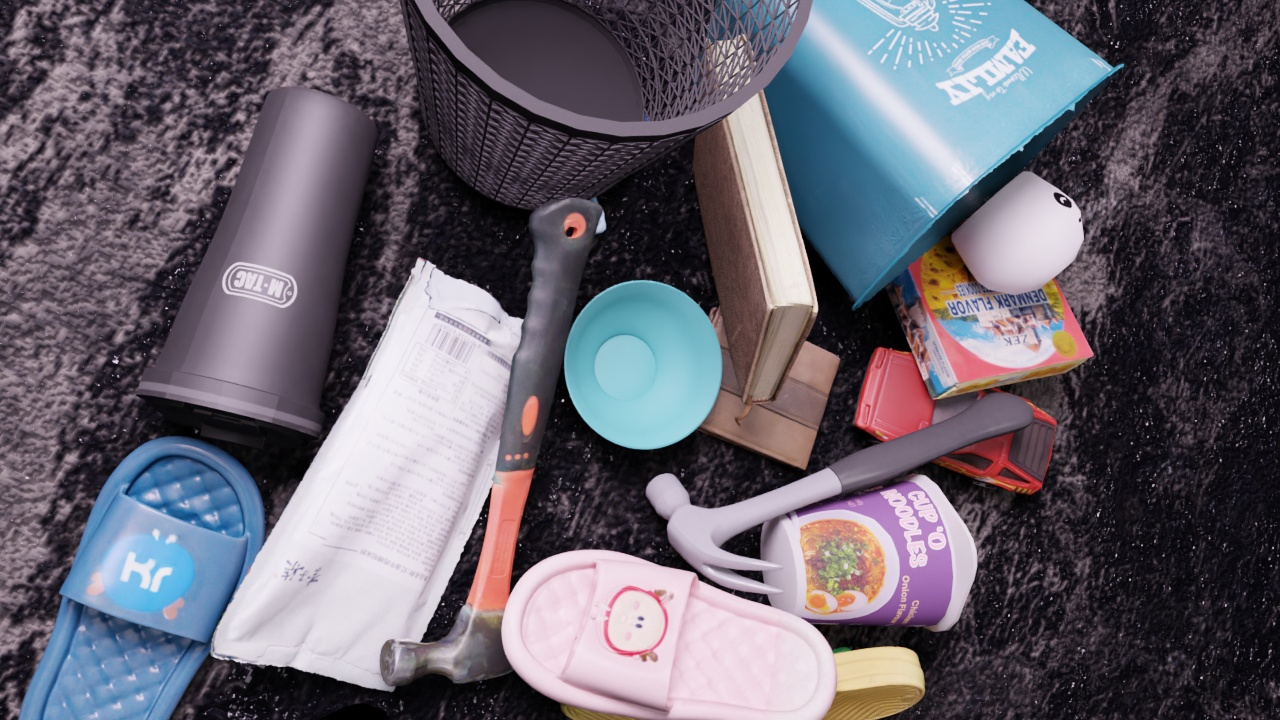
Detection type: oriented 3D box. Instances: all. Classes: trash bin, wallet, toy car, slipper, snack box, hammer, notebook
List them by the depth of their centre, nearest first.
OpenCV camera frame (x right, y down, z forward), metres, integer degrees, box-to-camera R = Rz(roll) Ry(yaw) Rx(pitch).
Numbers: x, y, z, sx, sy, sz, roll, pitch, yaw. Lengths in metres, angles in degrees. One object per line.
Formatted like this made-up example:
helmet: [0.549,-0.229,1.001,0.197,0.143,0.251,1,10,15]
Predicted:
slipper: [-0.301,0.153,0.559,0.103,0.059,0.213,23,81,-20]
trash bin: [-0.046,-0.202,0.562,0.216,0.244,0.217,2,84,-16]
slipper: [0.021,0.181,0.599,0.221,0.056,0.106,14,53,-1]
hammer: [-0.079,0.056,0.610,0.133,0.033,0.333,7,100,-33]
notebook: [0.070,-0.081,0.643,0.034,0.190,0.215,-7,65,-5]
trash bin: [0.171,-0.193,0.666,0.196,0.199,0.218,-38,80,-18]
slipper: [0.072,0.225,0.671,0.263,0.100,0.078,-2,49,-5]
hammer: [0.167,0.085,0.691,0.310,0.125,0.030,-18,125,-16]
wallet: [0.094,0.022,0.729,0.121,0.027,0.098,22,82,-18]
snack box: [0.284,-0.049,0.769,0.142,0.040,0.144,-9,68,-21]
toy car: [0.267,0.052,0.778,0.189,0.056,0.081,20,79,-15]

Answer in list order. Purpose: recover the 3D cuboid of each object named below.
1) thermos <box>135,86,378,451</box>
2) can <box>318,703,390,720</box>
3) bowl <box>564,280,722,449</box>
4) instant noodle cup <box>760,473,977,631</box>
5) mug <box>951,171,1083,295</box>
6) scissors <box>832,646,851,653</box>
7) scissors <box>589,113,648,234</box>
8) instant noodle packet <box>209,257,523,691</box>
thermos: [-0.229,-0.057,0.577,0.105,0.106,0.218,17,77,-19]
can: [-0.171,0.302,0.587,0.080,0.080,0.146,-28,97,-20]
bowl: [-0.004,0.004,0.681,0.121,0.046,0.121,1,87,-20]
instant noodle cup: [0.165,0.152,0.701,0.121,0.137,0.121,-4,80,-11]
mug: [0.306,-0.099,0.734,0.076,0.090,0.123,49,27,9]
scissors: [0.111,0.239,0.732,0.129,0.012,0.116,-13,90,-19]
scissors: [-0.044,-0.156,0.694,0.125,0.013,0.129,-13,88,-18]
instant noodle packet: [-0.159,0.079,0.610,0.147,0.057,0.269,36,74,-45]
